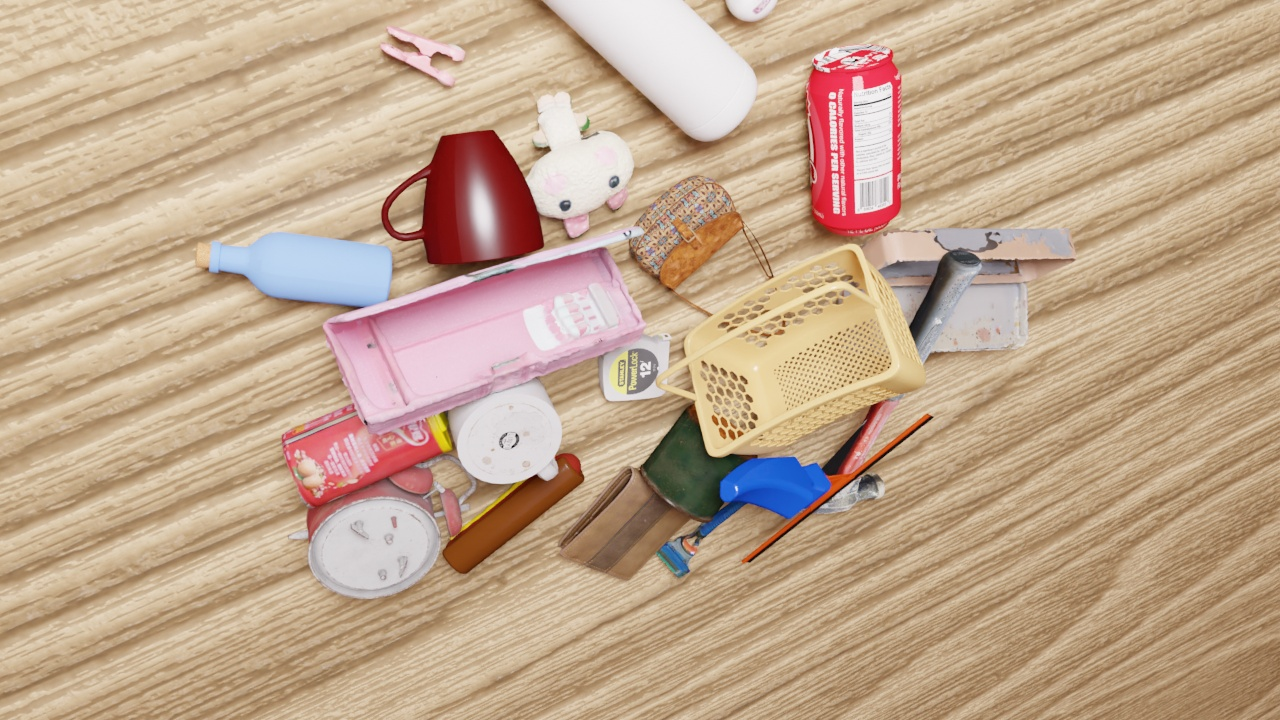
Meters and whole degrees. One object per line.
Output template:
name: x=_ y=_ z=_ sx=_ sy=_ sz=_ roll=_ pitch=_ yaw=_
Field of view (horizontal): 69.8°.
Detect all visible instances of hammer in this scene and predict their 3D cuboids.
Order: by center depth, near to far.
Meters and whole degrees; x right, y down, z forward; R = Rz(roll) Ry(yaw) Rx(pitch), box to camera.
hammer: x=0.231 y=0.034 z=0.880 sx=0.140 sy=0.036 sz=0.327 roll=-6 pitch=135 yaw=-26

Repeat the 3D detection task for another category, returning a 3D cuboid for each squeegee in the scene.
squeegee: x=0.129 y=0.114 z=0.839 sx=0.250 sy=0.055 sz=0.184 roll=-45 pitch=151 yaw=26

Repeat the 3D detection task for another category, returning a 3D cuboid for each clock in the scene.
clock: x=-0.214 y=0.142 z=0.796 sx=0.157 sy=0.062 sz=0.110 roll=-35 pitch=125 yaw=0

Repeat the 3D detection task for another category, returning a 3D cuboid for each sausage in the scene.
sausage: x=-0.118 y=0.139 z=0.849 sx=0.155 sy=0.040 sz=0.040 roll=-38 pitch=125 yaw=3

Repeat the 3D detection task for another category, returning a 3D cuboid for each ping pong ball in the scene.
ping pong ball: x=0.083 y=-0.274 z=0.684 sx=0.040 sy=0.040 sz=0.040 roll=-10 pitch=122 yaw=-17

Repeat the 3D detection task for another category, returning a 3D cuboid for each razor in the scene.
razor: x=0.081 y=0.168 z=0.956 sx=0.141 sy=0.018 sz=0.044 roll=-39 pitch=106 yaw=0

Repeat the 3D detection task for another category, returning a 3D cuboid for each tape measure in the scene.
tape measure: x=-0.005 y=0.005 z=0.827 sx=0.065 sy=0.016 sz=0.064 roll=-8 pitch=121 yaw=-18

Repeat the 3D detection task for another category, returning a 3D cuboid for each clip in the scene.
clip: x=-0.148 y=-0.217 z=0.637 sx=0.044 sy=0.023 sz=0.060 roll=-47 pitch=126 yaw=3

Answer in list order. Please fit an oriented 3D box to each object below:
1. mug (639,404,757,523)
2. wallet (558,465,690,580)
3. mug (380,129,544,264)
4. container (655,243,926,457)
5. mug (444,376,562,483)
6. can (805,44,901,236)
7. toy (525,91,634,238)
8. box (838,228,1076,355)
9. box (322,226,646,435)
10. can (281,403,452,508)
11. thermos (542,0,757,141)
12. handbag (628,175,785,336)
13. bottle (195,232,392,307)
mug: x=0.065 y=0.098 z=0.874 sx=0.111 sy=0.085 sz=0.081 roll=23 pitch=107 yaw=-48
wallet: x=-0.010 y=0.163 z=0.910 sx=0.098 sy=0.027 sz=0.121 roll=29 pitch=110 yaw=-34
mug: x=-0.132 y=-0.119 z=0.667 sx=0.114 sy=0.087 sz=0.088 roll=-12 pitch=105 yaw=-18
container: x=0.123 y=-0.007 z=0.766 sx=0.184 sy=0.129 sz=0.166 roll=-29 pitch=150 yaw=31
mug: x=-0.108 y=0.051 z=0.764 sx=0.083 sy=0.096 sz=0.119 roll=-36 pitch=125 yaw=1
can: x=0.176 y=-0.179 z=0.756 sx=0.074 sy=0.074 sz=0.143 roll=-18 pitch=124 yaw=-11
toy: x=-0.048 y=-0.146 z=0.706 sx=0.087 sy=0.050 sz=0.112 roll=-25 pitch=131 yaw=-7
box: x=0.300 y=-0.062 z=0.866 sx=0.217 sy=0.095 sz=0.115 roll=-4 pitch=163 yaw=-20
box: x=-0.105 y=-0.040 z=0.669 sx=0.232 sy=0.099 sz=0.107 roll=-19 pitch=160 yaw=-24
can: x=-0.220 y=0.065 z=0.745 sx=0.124 sy=0.066 sz=0.067 roll=-23 pitch=125 yaw=-8
thermos: x=-0.004 y=-0.260 z=0.646 sx=0.230 sy=0.068 sz=0.101 roll=34 pitch=89 yaw=-32
handbag: x=0.075 y=-0.072 z=0.804 sx=0.093 sy=0.043 sz=0.195 roll=-41 pitch=129 yaw=7
bottle: x=-0.251 y=-0.068 z=0.666 sx=0.131 sy=0.048 sz=0.048 roll=6 pitch=116 yaw=-25
